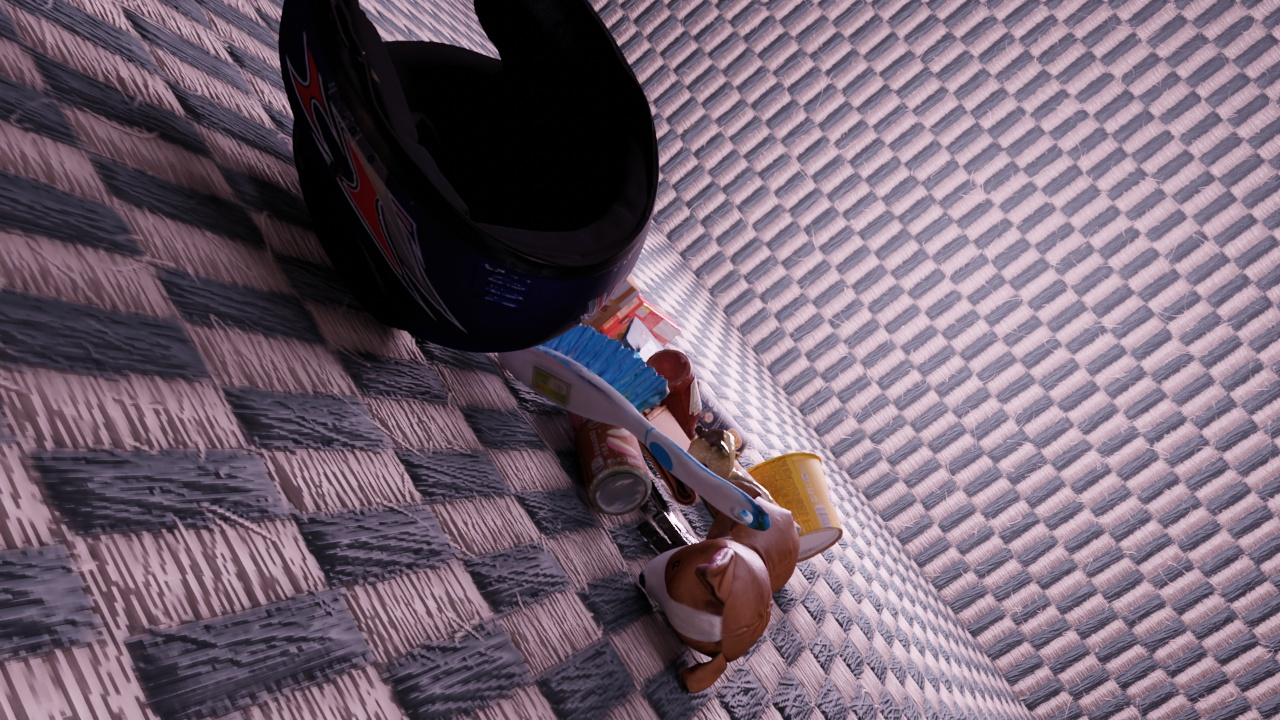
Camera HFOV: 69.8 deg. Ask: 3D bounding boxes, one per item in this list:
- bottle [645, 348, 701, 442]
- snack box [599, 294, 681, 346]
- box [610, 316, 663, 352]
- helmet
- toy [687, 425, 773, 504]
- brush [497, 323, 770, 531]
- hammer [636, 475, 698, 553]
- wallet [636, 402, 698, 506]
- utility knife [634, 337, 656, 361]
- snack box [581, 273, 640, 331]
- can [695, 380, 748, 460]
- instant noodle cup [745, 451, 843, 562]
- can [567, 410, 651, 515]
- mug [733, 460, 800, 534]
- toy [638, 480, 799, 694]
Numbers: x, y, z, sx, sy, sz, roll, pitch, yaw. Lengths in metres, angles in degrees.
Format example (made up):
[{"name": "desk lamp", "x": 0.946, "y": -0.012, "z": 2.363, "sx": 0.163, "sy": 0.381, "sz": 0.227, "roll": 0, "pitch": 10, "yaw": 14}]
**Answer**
[{"name": "bottle", "x": 0.046, "y": 0.064, "z": 1.106, "sx": 0.059, "sy": 0.059, "sz": 0.206, "roll": 59, "pitch": -8, "yaw": 34}, {"name": "snack box", "x": 0.001, "y": -0.049, "z": 1.373, "sx": 0.025, "sy": 0.075, "sz": 0.152, "roll": 55, "pitch": 12, "yaw": 25}, {"name": "box", "x": -0.007, "y": 0.004, "z": 1.207, "sx": 0.090, "sy": 0.061, "sz": 0.184, "roll": 49, "pitch": 9, "yaw": -9}, {"name": "helmet", "x": -0.141, "y": -0.155, "z": 0.686, "sx": 0.315, "sy": 0.246, "sz": 0.241, "roll": 56, "pitch": -33, "yaw": -10}, {"name": "toy", "x": 0.086, "y": 0.140, "z": 0.904, "sx": 0.105, "sy": 0.066, "sz": 0.157, "roll": 26, "pitch": -42, "yaw": 64}, {"name": "brush", "x": -0.003, "y": 0.047, "z": 0.808, "sx": 0.315, "sy": 0.061, "sz": 0.109, "roll": 27, "pitch": 33, "yaw": 23}, {"name": "hammer", "x": -0.018, "y": 0.085, "z": 0.969, "sx": 0.323, "sy": 0.032, "sz": 0.126, "roll": 57, "pitch": 11, "yaw": 29}, {"name": "wallet", "x": 0.031, "y": 0.095, "z": 0.973, "sx": 0.108, "sy": 0.031, "sz": 0.131, "roll": 55, "pitch": 10, "yaw": 2}, {"name": "utility knife", "x": -0.006, "y": 0.006, "z": 1.068, "sx": 0.034, "sy": 0.018, "sz": 0.236, "roll": 52, "pitch": 18, "yaw": -5}, {"name": "snack box", "x": -0.072, "y": -0.105, "z": 1.208, "sx": 0.093, "sy": 0.094, "sz": 0.077, "roll": 42, "pitch": 14, "yaw": -39}, {"name": "can", "x": 0.087, "y": 0.089, "z": 1.268, "sx": 0.111, "sy": 0.075, "sz": 0.075, "roll": 47, "pitch": 12, "yaw": -18}, {"name": "instant noodle cup", "x": 0.200, "y": 0.203, "z": 1.228, "sx": 0.138, "sy": 0.138, "sz": 0.109, "roll": 35, "pitch": 29, "yaw": -55}, {"name": "can", "x": -0.032, "y": 0.079, "z": 0.860, "sx": 0.058, "sy": 0.058, "sz": 0.147, "roll": 45, "pitch": 12, "yaw": -31}, {"name": "mug", "x": 0.132, "y": 0.187, "z": 1.149, "sx": 0.122, "sy": 0.078, "sz": 0.078, "roll": 52, "pitch": 10, "yaw": 26}, {"name": "toy", "x": 0.066, "y": 0.181, "z": 0.780, "sx": 0.199, "sy": 0.130, "sz": 0.140, "roll": -55, "pitch": 144, "yaw": -68}]
